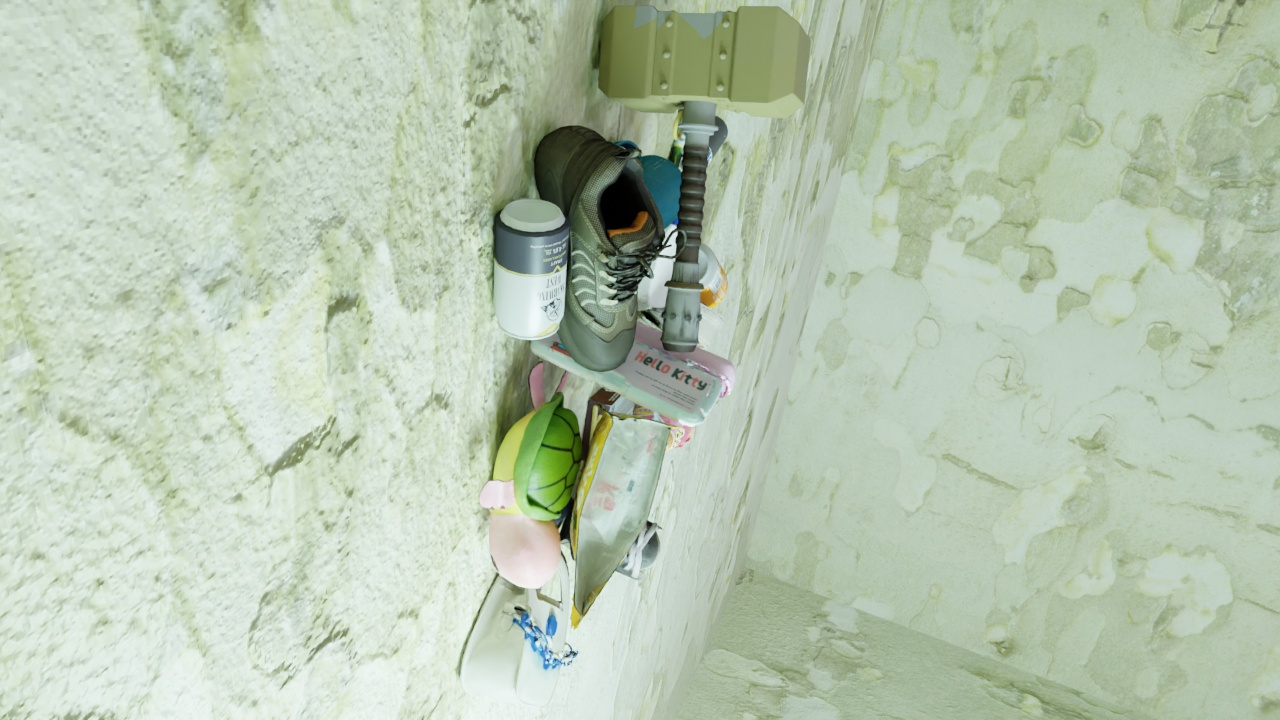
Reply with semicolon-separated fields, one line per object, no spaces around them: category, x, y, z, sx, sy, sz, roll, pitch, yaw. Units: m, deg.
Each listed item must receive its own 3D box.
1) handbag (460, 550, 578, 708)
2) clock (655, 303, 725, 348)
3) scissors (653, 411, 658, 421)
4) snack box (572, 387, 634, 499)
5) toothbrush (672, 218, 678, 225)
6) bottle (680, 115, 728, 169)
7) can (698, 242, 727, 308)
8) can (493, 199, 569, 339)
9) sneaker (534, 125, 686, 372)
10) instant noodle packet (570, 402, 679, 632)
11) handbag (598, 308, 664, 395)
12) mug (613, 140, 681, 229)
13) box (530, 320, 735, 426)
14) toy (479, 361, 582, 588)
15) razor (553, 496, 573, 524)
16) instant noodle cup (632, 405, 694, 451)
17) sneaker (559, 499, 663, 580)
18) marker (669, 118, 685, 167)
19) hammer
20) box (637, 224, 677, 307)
handbag;-0.129;0.319;1.122;0.201;0.093;0.199;66;37;-67
clock;0.062;-0.059;1.328;0.061;0.103;0.157;-64;169;-5
scissors;0.016;0.033;1.315;0.078;0.033;0.175;55;25;-76
snack box;-0.050;0.121;1.269;0.100;0.032;0.186;-44;148;-60
toothbrush;0.062;-0.222;1.308;0.018;0.016;0.182;-9;115;-79
bottle;0.083;-0.291;1.245;0.047;0.047;0.112;91;23;-46
can;0.086;-0.124;1.379;0.142;0.079;0.079;34;74;-74
can;-0.099;-0.076;0.822;0.064;0.064;0.128;-52;155;-52
sneaker;-0.011;-0.095;0.845;0.100;0.143;0.238;-29;122;-38
instant noodle packet;-0.039;0.159;0.958;0.163;0.084;0.221;165;-57;-83
handbag;0.024;-0.006;1.200;0.113;0.123;0.171;-55;171;13
mug;-0.012;-0.183;1.004;0.104;0.085;0.112;-47;123;-46
box;0.000;-0.009;0.974;0.073;0.201;0.149;-70;166;16
toy;-0.110;0.120;0.960;0.190;0.088;0.238;16;85;-82
razor;-0.113;0.187;1.112;0.142;0.047;0.052;-15;97;-75
instant noodle cup;0.015;0.104;1.382;0.108;0.098;0.098;-27;133;-58
sneaker;-0.025;0.225;1.144;0.095;0.120;0.235;-68;-170;-16
marker;0.061;-0.315;1.203;0.017;0.017;0.146;16;91;-75
hammer;0.053;-0.170;0.909;0.100;0.190;0.325;-21;117;-70
box;0.004;-0.129;1.174;0.102;0.076;0.107;-6;115;-75
